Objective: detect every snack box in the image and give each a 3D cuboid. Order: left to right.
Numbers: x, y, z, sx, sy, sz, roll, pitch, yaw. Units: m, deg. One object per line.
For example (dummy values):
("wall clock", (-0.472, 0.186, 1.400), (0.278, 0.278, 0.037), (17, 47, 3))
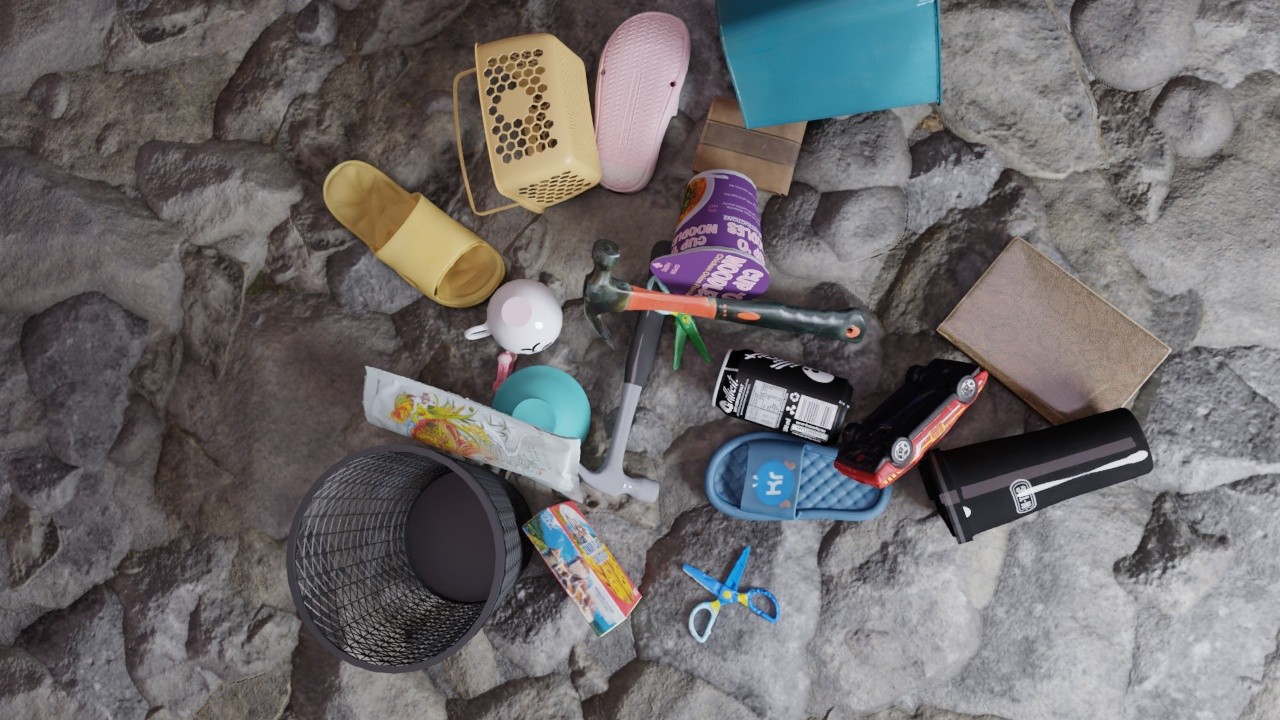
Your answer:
("snack box", (-0.063, 0.228, 1.028), (0.040, 0.142, 0.145), (-37, 82, 3))

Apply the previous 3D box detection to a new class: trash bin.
("trash bin", (-0.222, 0.201, 1.000), (0.217, 0.243, 0.217), (-1, 84, 7))
("trash bin", (0.204, -0.375, 1.019), (0.219, 0.199, 0.196), (-11, 58, 13))

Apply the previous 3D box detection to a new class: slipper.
("slipper", (-0.290, -0.158, 1.128), (0.263, 0.078, 0.099), (37, 92, 10))
("slipper", (-0.005, -0.313, 1.116), (0.107, 0.055, 0.222), (15, 97, 9))
("slipper", (0.179, 0.134, 1.049), (0.214, 0.059, 0.103), (3, 83, 6))

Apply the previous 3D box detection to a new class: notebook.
("notebook", (0.451, -0.005, 1.037), (0.215, 0.034, 0.190), (40, 92, 9))

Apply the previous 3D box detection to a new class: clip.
("clip", (-0.165, 0.013, 1.118), (0.023, 0.050, 0.058), (15, 73, 12))

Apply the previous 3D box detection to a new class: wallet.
("wallet", (0.131, -0.259, 1.108), (0.121, 0.027, 0.098), (16, 89, 9))

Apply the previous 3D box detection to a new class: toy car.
("toy car", (0.297, 0.065, 1.009), (0.189, 0.082, 0.056), (-41, 115, -16))

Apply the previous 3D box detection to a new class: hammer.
("hammer", (-0.006, 0.006, 1.087), (0.125, 0.029, 0.310), (16, 82, -14))
("hammer", (0.099, -0.056, 1.035), (0.333, 0.133, 0.033), (6, 42, -10))

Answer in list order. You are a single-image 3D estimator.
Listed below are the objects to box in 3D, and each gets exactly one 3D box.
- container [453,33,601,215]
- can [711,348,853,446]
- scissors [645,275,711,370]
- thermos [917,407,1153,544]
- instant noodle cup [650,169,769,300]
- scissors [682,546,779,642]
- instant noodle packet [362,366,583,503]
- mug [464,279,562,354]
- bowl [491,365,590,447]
("container", (-0.148, -0.277, 1.092), (0.167, 0.129, 0.183), (-11, 83, 20))
("can", (0.162, 0.041, 1.046), (0.146, 0.080, 0.080), (17, 87, 10))
("scissors", (0.045, -0.050, 1.085), (0.116, 0.012, 0.129), (15, 80, -23))
("thermos", (0.417, 0.118, 0.980), (0.219, 0.105, 0.106), (-20, 82, 14))
("instant noodle cup", (0.083, -0.148, 1.054), (0.136, 0.122, 0.121), (12, 65, -13))
("scissors", (0.101, 0.276, 1.070), (0.125, 0.013, 0.129), (33, 87, 8))
("instant noodle packet", (-0.192, 0.088, 1.062), (0.269, 0.147, 0.057), (20, 59, 13))
("mug", (-0.154, -0.047, 1.099), (0.124, 0.076, 0.090), (-17, 83, 6))
("bowl", (-0.122, 0.069, 1.089), (0.121, 0.046, 0.121), (0, 95, 4))
